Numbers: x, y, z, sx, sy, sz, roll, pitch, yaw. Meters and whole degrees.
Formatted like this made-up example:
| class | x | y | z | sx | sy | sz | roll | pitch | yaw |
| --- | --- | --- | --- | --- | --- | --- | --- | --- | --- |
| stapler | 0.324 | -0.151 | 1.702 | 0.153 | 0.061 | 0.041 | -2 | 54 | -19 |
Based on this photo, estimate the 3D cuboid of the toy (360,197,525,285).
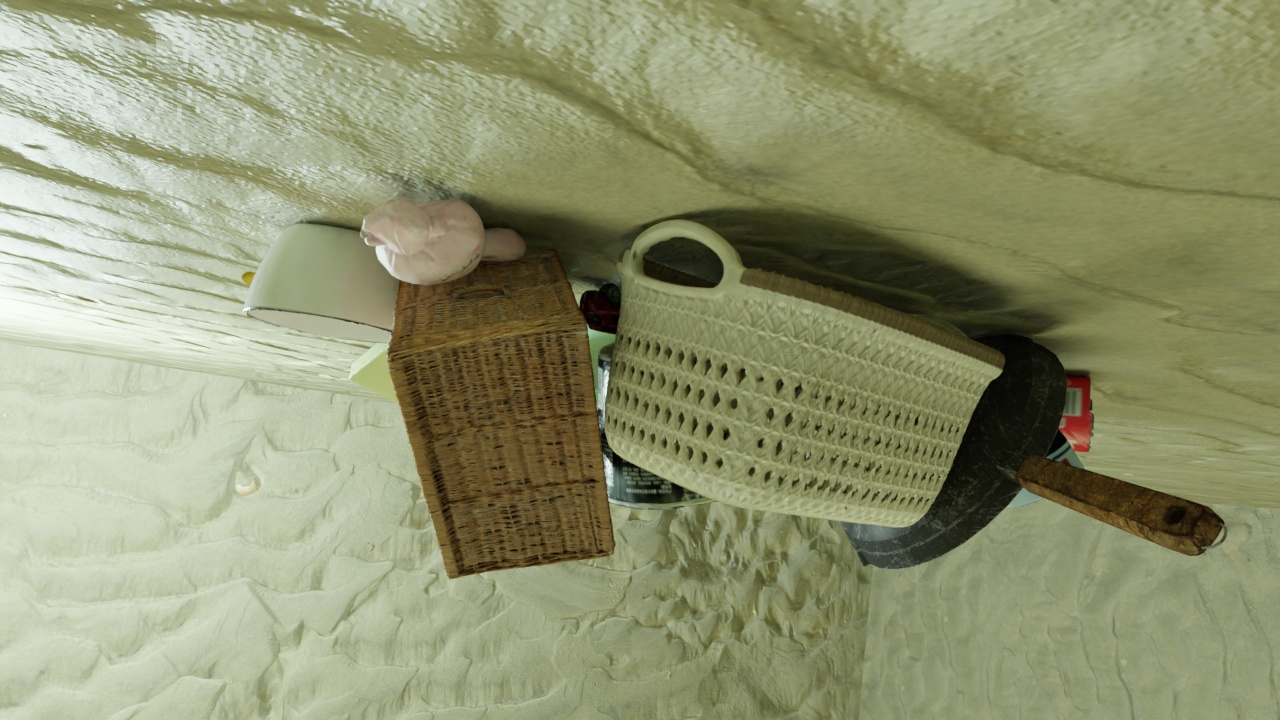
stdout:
| class | x | y | z | sx | sy | sz | roll | pitch | yaw |
| --- | --- | --- | --- | --- | --- | --- | --- | --- | --- |
| toy | -0.115 | -0.068 | 0.536 | 0.064 | 0.047 | 0.109 | -5 | -177 | 20 |

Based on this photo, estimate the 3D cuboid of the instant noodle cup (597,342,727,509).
| class | x | y | z | sx | sy | sz | roll | pitch | yaw |
| --- | --- | --- | --- | --- | --- | --- | --- | --- | --- |
| instant noodle cup | 0.025 | 0.039 | 0.703 | 0.137 | 0.112 | 0.137 | -7 | -168 | 1 |

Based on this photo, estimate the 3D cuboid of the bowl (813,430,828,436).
| class | x | y | z | sx | sy | sz | roll | pitch | yaw |
| --- | --- | --- | --- | --- | --- | --- | --- | --- | --- |
| bowl | 0.137 | 0.077 | 1.051 | 0.153 | 0.073 | 0.153 | 32 | 180 | -1 |

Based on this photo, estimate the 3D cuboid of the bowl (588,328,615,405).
| class | x | y | z | sx | sy | sz | roll | pitch | yaw |
| --- | --- | --- | --- | --- | --- | --- | --- | --- | --- |
| bowl | -0.005 | 0.005 | 0.841 | 0.151 | 0.077 | 0.151 | 8 | 172 | 1 |

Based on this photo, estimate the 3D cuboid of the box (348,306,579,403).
| class | x | y | z | sx | sy | sz | roll | pitch | yaw |
| --- | --- | --- | --- | --- | --- | --- | --- | --- | --- |
| box | -0.144 | -0.008 | 0.781 | 0.188 | 0.044 | 0.141 | -30 | 152 | 36 |

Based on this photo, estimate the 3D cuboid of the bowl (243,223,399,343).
| class | x | y | z | sx | sy | sz | roll | pitch | yaw |
| --- | --- | --- | --- | --- | --- | --- | --- | --- | --- |
| bowl | -0.216 | -0.054 | 0.655 | 0.116 | 0.065 | 0.116 | 8 | 172 | 1 |

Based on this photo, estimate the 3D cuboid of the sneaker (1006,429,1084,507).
| class | x | y | z | sx | sy | sz | roll | pitch | yaw |
| --- | --- | --- | --- | --- | --- | --- | --- | --- | --- |
| sneaker | 0.285 | 0.071 | 0.775 | 0.083 | 0.098 | 0.241 | -31 | 168 | -5 |

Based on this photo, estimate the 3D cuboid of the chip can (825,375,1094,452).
| class | x | y | z | sx | sy | sz | roll | pitch | yaw |
| --- | --- | --- | --- | --- | --- | --- | --- | --- | --- |
| chip can | 0.291 | 0.042 | 0.852 | 0.233 | 0.073 | 0.073 | 3 | 171 | 25 |

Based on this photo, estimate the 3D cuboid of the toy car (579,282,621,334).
| class | x | y | z | sx | sy | sz | roll | pitch | yaw |
| --- | --- | --- | --- | --- | --- | --- | --- | --- | --- |
| toy car | -0.001 | -0.037 | 0.699 | 0.091 | 0.036 | 0.042 | 2 | 175 | -13 |

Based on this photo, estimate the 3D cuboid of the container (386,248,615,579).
| class | x | y | z | sx | sy | sz | roll | pitch | yaw |
| --- | --- | --- | --- | --- | --- | --- | --- | --- | --- |
| container | -0.087 | 0.033 | 0.603 | 0.113 | 0.199 | 0.112 | -9 | -144 | -5 |

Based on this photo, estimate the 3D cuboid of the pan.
| class | x | y | z | sx | sy | sz | roll | pitch | yaw |
| --- | --- | --- | --- | --- | --- | --- | --- | --- | --- |
| pan | 0.229 | 0.063 | 0.598 | 0.040 | 0.207 | 0.357 | 38 | 176 | -9 |

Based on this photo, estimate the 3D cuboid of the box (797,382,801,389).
| class | x | y | z | sx | sy | sz | roll | pitch | yaw |
| --- | --- | --- | --- | --- | --- | --- | --- | --- | --- |
| box | 0.268 | 0.043 | 0.970 | 0.206 | 0.050 | 0.117 | 3 | 172 | 24 |

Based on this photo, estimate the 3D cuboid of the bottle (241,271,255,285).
| class | x | y | z | sx | sy | sz | roll | pitch | yaw |
| --- | --- | --- | --- | --- | --- | --- | --- | --- | --- |
| bottle | -0.253 | -0.052 | 0.757 | 0.146 | 0.051 | 0.051 | 13 | 171 | -35 |

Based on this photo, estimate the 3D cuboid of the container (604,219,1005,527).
| class | x | y | z | sx | sy | sz | roll | pitch | yaw |
| --- | --- | --- | --- | --- | --- | --- | --- | --- | --- |
| container | 0.095 | 0.014 | 0.575 | 0.245 | 0.143 | 0.185 | 14 | -177 | -38 |

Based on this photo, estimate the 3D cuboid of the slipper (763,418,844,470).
| class | x | y | z | sx | sy | sz | roll | pitch | yaw |
| --- | --- | --- | --- | --- | --- | --- | --- | --- | --- |
| slipper | 0.110 | 0.045 | 0.927 | 0.274 | 0.054 | 0.114 | 30 | -174 | 15 |
